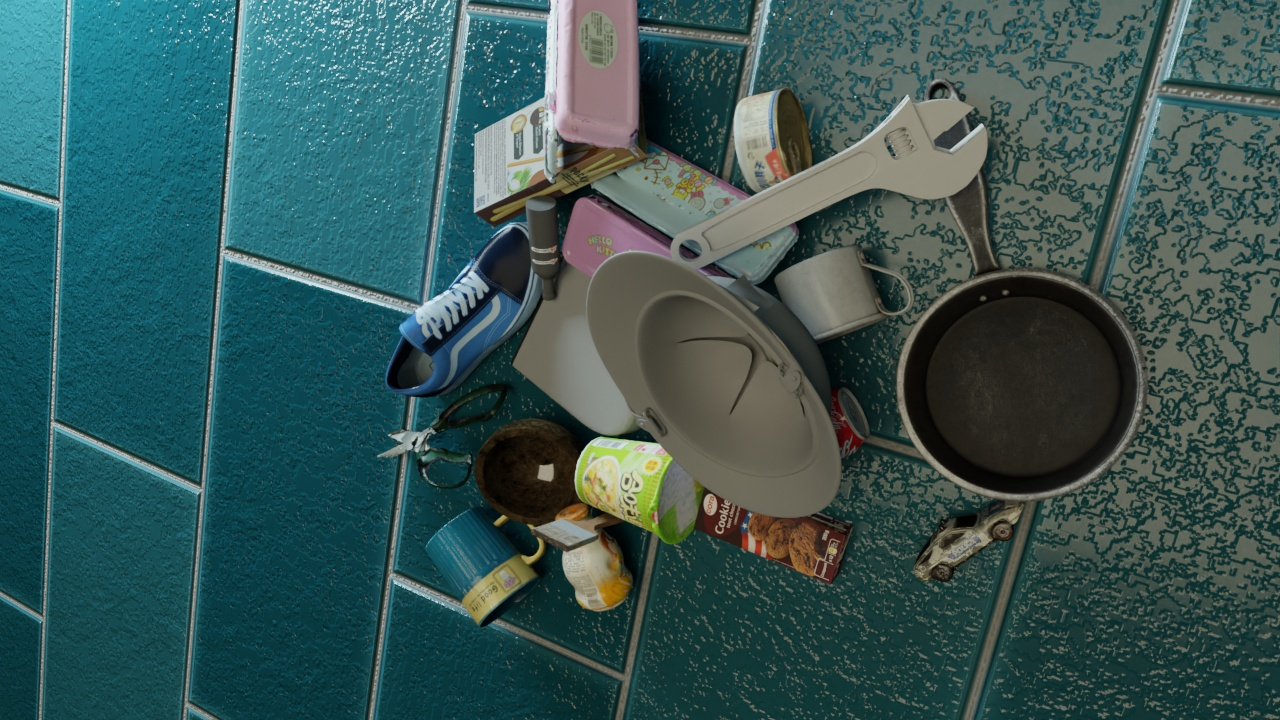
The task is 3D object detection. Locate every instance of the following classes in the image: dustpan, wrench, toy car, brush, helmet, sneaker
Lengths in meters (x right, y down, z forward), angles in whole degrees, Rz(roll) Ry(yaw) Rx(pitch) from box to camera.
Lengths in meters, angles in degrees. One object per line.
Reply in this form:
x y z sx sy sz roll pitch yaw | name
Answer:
-0.006 0.005 0.927 0.257 0.033 0.163 38 111 26 | dustpan
0.152 -0.135 0.770 0.274 0.018 0.087 -25 109 21 | wrench
0.281 0.150 0.792 0.113 0.048 0.040 -43 81 23 | toy car
-0.044 0.161 0.901 0.045 0.142 0.008 19 104 32 | brush
0.082 -0.003 0.768 0.184 0.117 0.271 -21 111 46 | helmet
-0.190 -0.045 0.970 0.083 0.098 0.242 48 114 17 | sneaker

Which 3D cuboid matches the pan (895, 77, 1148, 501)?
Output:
0.289 -0.062 0.759 0.188 0.055 0.356 -15 78 28 | pan

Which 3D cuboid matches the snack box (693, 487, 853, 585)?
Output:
0.126 0.160 0.879 0.141 0.031 0.051 19 105 23 | snack box

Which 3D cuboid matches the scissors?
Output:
-0.224 0.072 1.034 0.210 0.015 0.146 8 62 48 | scissors

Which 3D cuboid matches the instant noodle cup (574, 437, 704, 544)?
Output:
-0.002 0.120 0.908 0.108 0.098 0.099 11 102 34 | instant noodle cup

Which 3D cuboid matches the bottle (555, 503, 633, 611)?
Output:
-0.051 0.202 0.945 0.063 0.063 0.109 -14 105 27 | bottle

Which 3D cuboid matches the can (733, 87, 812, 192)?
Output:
0.117 -0.192 0.806 0.043 0.086 0.086 -6 94 29 | can

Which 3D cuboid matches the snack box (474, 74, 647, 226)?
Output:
-0.083 -0.214 0.909 0.186 0.031 0.101 -19 61 27 | snack box

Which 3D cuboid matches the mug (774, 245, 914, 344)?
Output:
0.177 -0.059 0.793 0.113 0.084 0.070 -23 84 36 | mug

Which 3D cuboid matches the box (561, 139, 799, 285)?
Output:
0.029 -0.114 0.864 0.214 0.048 0.150 35 100 27 | box

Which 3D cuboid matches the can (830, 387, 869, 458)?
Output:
0.150 0.069 0.837 0.105 0.064 0.064 -29 84 27 | can

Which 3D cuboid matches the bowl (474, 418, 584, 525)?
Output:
-0.109 0.108 0.968 0.121 0.056 0.121 3 118 6 | bowl

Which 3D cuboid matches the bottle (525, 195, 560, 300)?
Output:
-0.096 -0.108 0.920 0.030 0.030 0.113 20 134 23 | bottle

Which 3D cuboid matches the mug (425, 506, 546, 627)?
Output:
-0.162 0.216 1.012 0.113 0.083 0.107 -40 74 -4 | mug

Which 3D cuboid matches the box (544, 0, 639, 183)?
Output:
-0.054 -0.267 0.862 0.103 0.087 0.201 129 144 -59 | box
